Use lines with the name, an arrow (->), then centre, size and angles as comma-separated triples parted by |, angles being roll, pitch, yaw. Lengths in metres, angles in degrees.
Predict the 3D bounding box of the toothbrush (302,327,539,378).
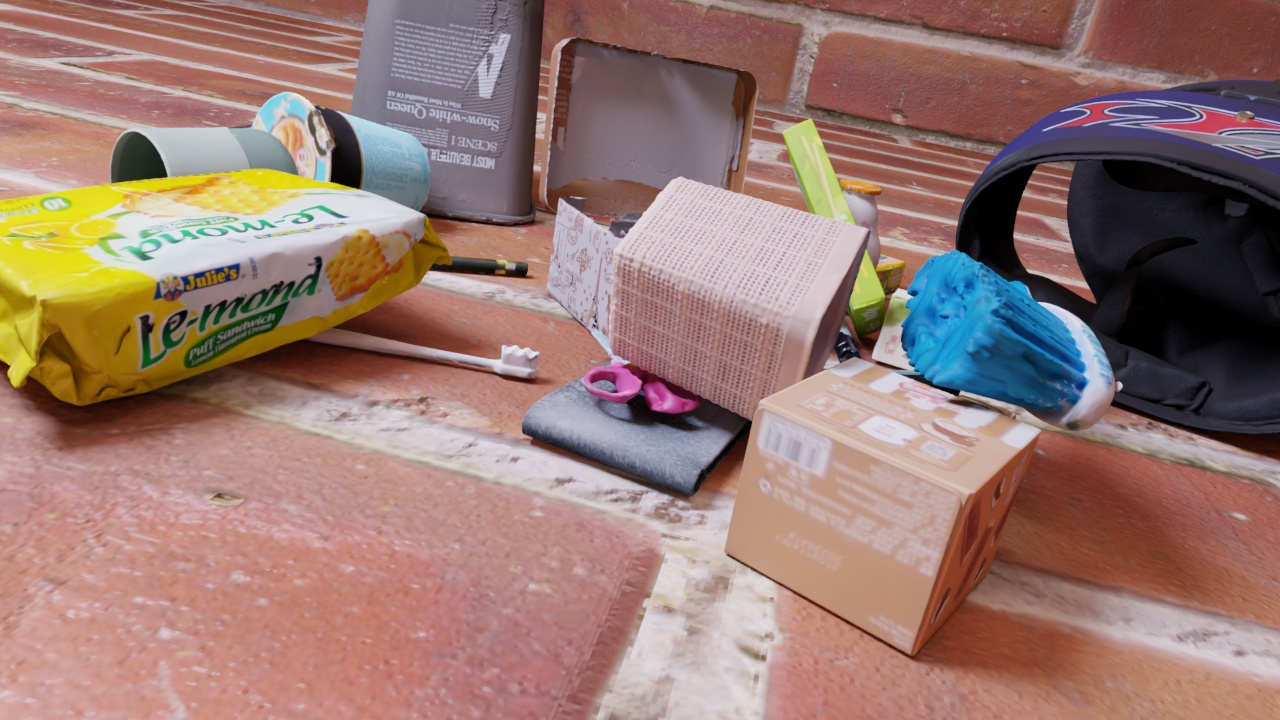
toothbrush -> -0.148, -0.012, 0.544 | 0.180, 0.016, 0.016 | 9, 18, 1

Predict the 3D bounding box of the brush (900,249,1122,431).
brush -> 0.205, -0.027, 0.534 | 0.109, 0.061, 0.313 | 26, 19, 0

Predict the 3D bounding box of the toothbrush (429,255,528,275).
toothbrush -> -0.179, -0.078, 0.707 | 0.185, 0.012, 0.017 | 3, 12, -18

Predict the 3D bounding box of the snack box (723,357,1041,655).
snack box -> 0.105, 0.058, 0.402 | 0.093, 0.077, 0.094 | 24, 26, 32

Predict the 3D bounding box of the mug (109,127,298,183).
mug -> -0.325, -0.126, 0.681 | 0.112, 0.082, 0.106 | -14, 5, 37

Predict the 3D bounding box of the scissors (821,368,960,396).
scissors -> 0.108, 0.012, 0.580 | 0.179, 0.019, 0.161 | 1, 1, 20

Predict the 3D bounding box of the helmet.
helmet -> 0.426, -0.095, 0.692 | 0.315, 0.248, 0.239 | 29, 45, 23

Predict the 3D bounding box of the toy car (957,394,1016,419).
toy car -> 0.197, 0.040, 0.550 | 0.042, 0.035, 0.090 | 27, 24, 33

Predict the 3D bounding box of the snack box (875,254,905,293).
snack box -> 0.176, -0.098, 0.896 | 0.140, 0.034, 0.086 | 22, 24, 31

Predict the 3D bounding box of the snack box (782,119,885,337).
snack box -> 0.152, -0.101, 0.717 | 0.026, 0.156, 0.085 | -21, -18, 11

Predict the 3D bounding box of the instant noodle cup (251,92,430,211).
instant noodle cup -> -0.243, -0.157, 0.764 | 0.111, 0.111, 0.120 | 24, 17, 32

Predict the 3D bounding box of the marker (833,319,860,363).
marker -> 0.153, -0.026, 0.716 | 0.018, 0.022, 0.130 | -22, 19, 11

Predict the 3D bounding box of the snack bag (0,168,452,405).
snack bag -> -0.247, -0.052, 0.510 | 0.158, 0.068, 0.245 | 22, 29, 30

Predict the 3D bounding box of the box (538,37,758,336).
box -> 0.035, -0.121, 0.681 | 0.180, 0.217, 0.158 | 2, 11, -27

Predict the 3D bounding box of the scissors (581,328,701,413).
scissors -> -0.001, 0.003, 0.538 | 0.072, 0.017, 0.137 | 11, 15, -8

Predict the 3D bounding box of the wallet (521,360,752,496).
wallet -> 0.005, 0.033, 0.504 | 0.097, 0.019, 0.120 | 19, 21, 17

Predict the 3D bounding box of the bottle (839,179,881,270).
bottle -> 0.176, -0.100, 0.792 | 0.063, 0.108, 0.063 | 9, 22, -4

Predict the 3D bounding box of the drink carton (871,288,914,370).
drink carton -> 0.238, -0.011, 0.671 | 0.122, 0.054, 0.045 | 18, 21, 18

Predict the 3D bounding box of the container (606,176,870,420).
container -> 0.048, -0.033, 0.485 | 0.111, 0.090, 0.089 | 22, 50, 15

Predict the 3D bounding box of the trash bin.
trash bin -> -0.187, -0.268, 0.903 | 0.199, 0.220, 0.198 | 7, 22, -13
